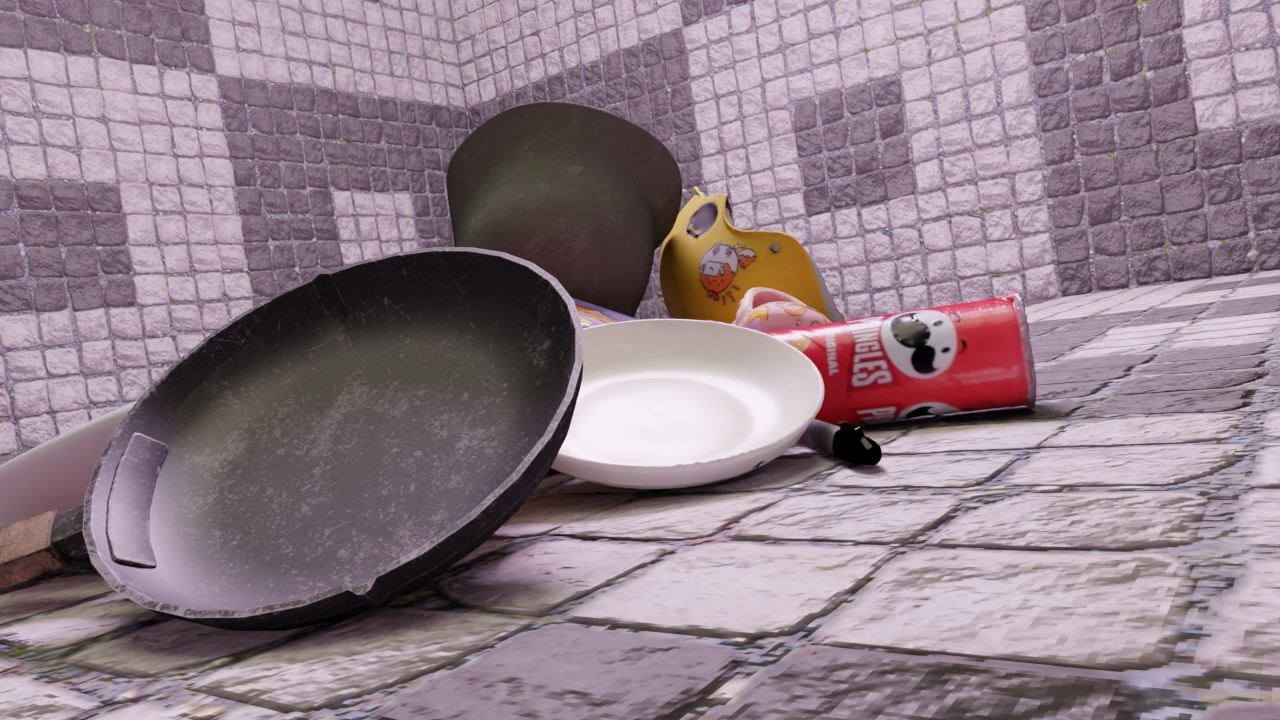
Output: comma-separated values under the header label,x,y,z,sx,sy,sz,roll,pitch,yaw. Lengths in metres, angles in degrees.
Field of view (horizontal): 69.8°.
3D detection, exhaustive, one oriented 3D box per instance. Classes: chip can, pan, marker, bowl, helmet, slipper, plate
label,x,y,z,sx,sy,sz,roll,pitch,yaw
chip can,0.122,0.009,0.586,0.233,0.073,0.073,-8,2,17
pan,-0.188,0.055,0.364,0.356,0.040,0.207,-23,40,-6
marker,0.104,0.040,0.498,0.016,0.022,0.138,-21,4,-3
bowl,-0.268,0.062,0.517,0.176,0.066,0.176,-26,5,2
helmet,-0.083,-0.088,0.863,0.227,0.153,0.269,16,-33,-18
helmet,0.096,-0.062,0.952,0.240,0.139,0.209,45,2,43
slipper,0.115,-0.023,0.778,0.093,0.081,0.197,17,-15,-6
plate,0.009,0.026,0.514,0.182,0.034,0.182,-2,25,1

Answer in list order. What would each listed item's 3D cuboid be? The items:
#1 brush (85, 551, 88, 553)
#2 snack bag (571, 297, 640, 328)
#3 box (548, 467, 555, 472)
label,x,y,z,sx,sy,sz,roll,pitch,yaw
brush,-0.223,0.087,0.401,0.172,0.030,0.041,-7,3,7
snack bag,-0.004,0.004,0.718,0.205,0.058,0.096,20,13,19
box,-0.108,0.019,0.626,0.136,0.122,0.158,-4,-1,-43
